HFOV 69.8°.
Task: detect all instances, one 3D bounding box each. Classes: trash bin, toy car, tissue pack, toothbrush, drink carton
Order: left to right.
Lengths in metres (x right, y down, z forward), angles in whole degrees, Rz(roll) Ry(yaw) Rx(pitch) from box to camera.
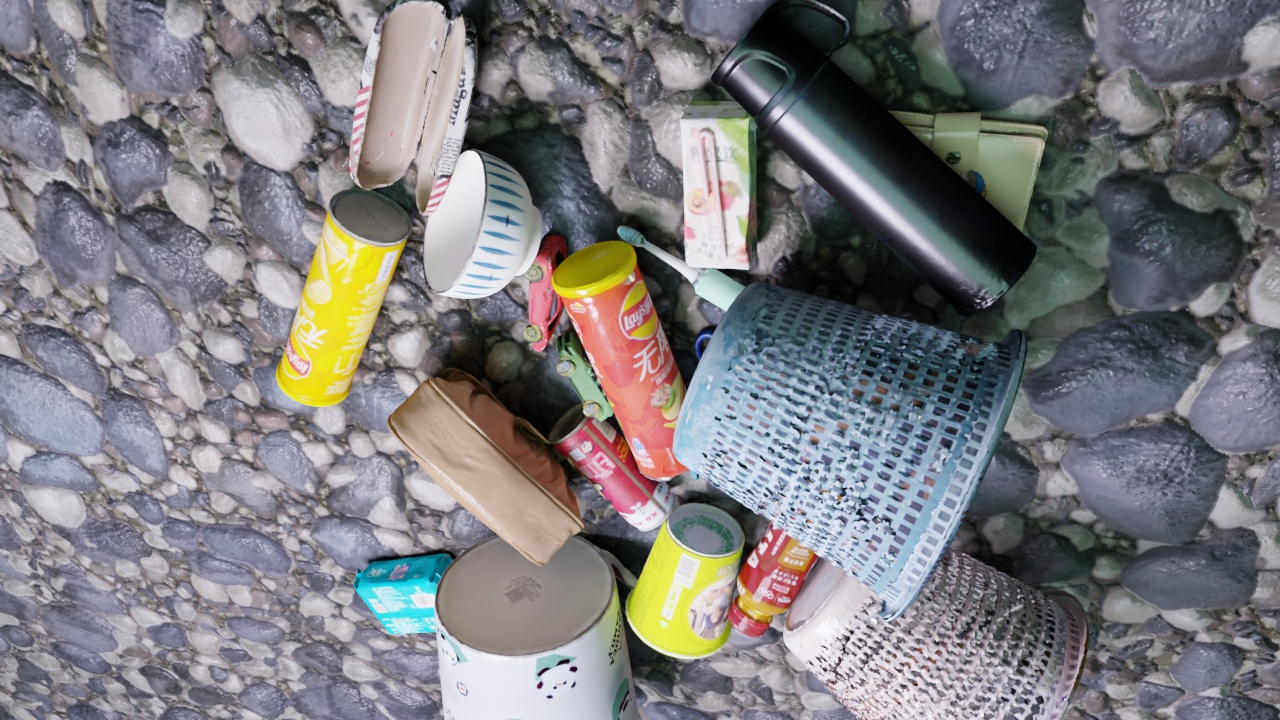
[{"bbox_3d":[-0.263,0.276,1.079,0.134,0.050,0.093,-10,124,23],"label":"tissue pack"},{"bbox_3d":[-0.110,0.334,0.982,0.230,0.229,0.252,5,121,12],"label":"trash bin"},{"bbox_3d":[-0.079,-0.055,0.785,0.031,0.049,0.106,14,127,8],"label":"toy car"},{"bbox_3d":[-0.048,0.013,0.829,0.036,0.043,0.091,-26,125,13],"label":"toy car"},{"bbox_3d":[0.011,0.272,1.019,0.016,0.017,0.187,-29,114,30],"label":"toothbrush"},{"bbox_3d":[0.060,-0.130,0.691,0.053,0.045,0.123,5,126,14],"label":"drink carton"},{"bbox_3d":[0.078,-0.051,0.757,0.224,0.027,0.026,30,86,-7],"label":"toothbrush"},{"bbox_3d":[0.140,0.044,0.676,0.195,0.225,0.227,25,129,12],"label":"trash bin"},{"bbox_3d":[0.247,0.250,0.829,0.192,0.226,0.228,35,128,5],"label":"trash bin"}]

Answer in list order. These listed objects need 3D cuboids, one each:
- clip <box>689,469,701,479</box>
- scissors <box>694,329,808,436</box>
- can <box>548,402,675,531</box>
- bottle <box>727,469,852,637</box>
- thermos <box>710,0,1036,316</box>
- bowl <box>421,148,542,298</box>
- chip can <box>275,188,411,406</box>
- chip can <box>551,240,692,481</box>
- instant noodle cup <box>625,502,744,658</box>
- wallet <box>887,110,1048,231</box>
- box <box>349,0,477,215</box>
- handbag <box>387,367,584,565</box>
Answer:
[{"bbox_3d":[0.053,0.092,0.878,0.039,0.013,0.056,-9,123,22],"label":"clip"},{"bbox_3d":[0.124,0.023,0.808,0.175,0.012,0.108,27,128,-6],"label":"scissors"},{"bbox_3d":[-0.025,0.104,0.883,0.053,0.053,0.133,-29,113,31],"label":"can"},{"bbox_3d":[0.136,0.180,0.859,0.057,0.057,0.175,24,109,-2],"label":"bottle"},{"bbox_3d":[0.164,-0.142,0.622,0.242,0.068,0.090,42,106,-6],"label":"thermos"},{"bbox_3d":[-0.121,-0.103,0.731,0.066,0.116,0.117,12,135,-34],"label":"bowl"},{"bbox_3d":[-0.271,-0.051,0.827,0.072,0.071,0.214,29,128,-6],"label":"chip can"},{"bbox_3d":[-0.005,0.005,0.787,0.073,0.073,0.217,-8,127,21],"label":"chip can"},{"bbox_3d":[0.052,0.212,0.914,0.112,0.111,0.124,16,119,4],"label":"instant noodle cup"},{"bbox_3d":[0.223,-0.135,0.656,0.115,0.024,0.087,9,124,12],"label":"wallet"},{"bbox_3d":[-0.162,-0.186,0.697,0.088,0.076,0.163,38,127,18],"label":"box"},{"bbox_3d":[-0.139,0.093,0.865,0.099,0.148,0.204,-44,110,-6],"label":"handbag"}]
